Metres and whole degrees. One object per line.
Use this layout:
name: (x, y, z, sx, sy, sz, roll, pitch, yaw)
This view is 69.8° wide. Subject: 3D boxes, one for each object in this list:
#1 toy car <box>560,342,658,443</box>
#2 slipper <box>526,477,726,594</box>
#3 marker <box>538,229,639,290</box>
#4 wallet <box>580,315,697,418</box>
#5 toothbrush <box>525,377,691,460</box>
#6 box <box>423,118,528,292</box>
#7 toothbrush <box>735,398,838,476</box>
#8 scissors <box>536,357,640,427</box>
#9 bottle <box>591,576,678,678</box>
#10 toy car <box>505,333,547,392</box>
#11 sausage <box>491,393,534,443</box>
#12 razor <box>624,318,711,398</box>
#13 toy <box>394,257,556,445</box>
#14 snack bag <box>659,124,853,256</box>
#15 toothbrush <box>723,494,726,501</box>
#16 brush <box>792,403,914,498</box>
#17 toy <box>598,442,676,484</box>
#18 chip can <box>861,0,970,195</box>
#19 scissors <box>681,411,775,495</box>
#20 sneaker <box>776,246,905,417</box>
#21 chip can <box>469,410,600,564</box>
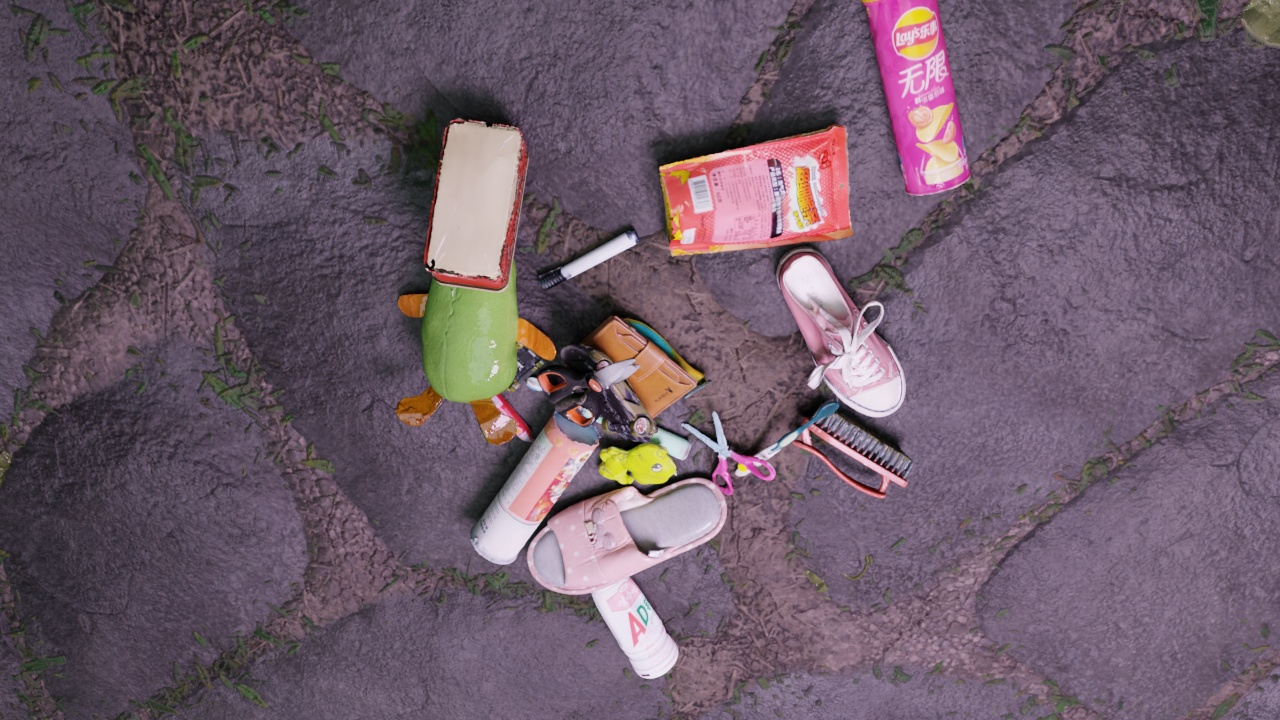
toy car: (-0.036, 0.037, 1.078, 0.070, 0.042, 0.158, 2, 133, 51)
slipper: (-0.021, 0.222, 1.178, 0.274, 0.054, 0.114, -19, 70, 8)
marker: (-0.061, -0.117, 1.065, 0.131, 0.018, 0.022, -27, 102, 14)
wallet: (-0.007, 0.006, 1.098, 0.130, 0.035, 0.119, 38, 136, -14)
toothbrush: (-0.039, 0.070, 1.146, 0.224, 0.026, 0.027, 25, 151, -9)
box: (-0.172, -0.165, 0.972, 0.091, 0.079, 0.168, 8, 83, -1)
toothbrush: (0.177, 0.096, 1.127, 0.016, 0.018, 0.192, 36, 133, -12)
scissors: (-0.065, 0.018, 1.023, 0.136, 0.021, 0.236, 40, 152, 10)
bottle: (-0.020, 0.342, 1.252, 0.068, 0.068, 0.197, -25, 109, 13)
toy car: (-0.145, 0.000, 1.112, 0.091, 0.036, 0.043, -39, 106, 23)
sausage: (-0.182, 0.047, 1.146, 0.020, 0.020, 0.156, -31, 110, 15)
razor: (0.028, -0.009, 1.106, 0.132, 0.028, 0.043, 42, 136, -16)
toy: (-0.195, -0.031, 1.056, 0.227, 0.089, 0.247, 15, 102, 20)
snack bag: (0.128, -0.179, 1.007, 0.208, 0.073, 0.129, -10, 119, 1)
toothbrush: (0.030, 0.211, 1.217, 0.181, 0.018, 0.016, -22, 118, 14)
brush: (0.259, 0.113, 1.134, 0.146, 0.063, 0.069, 31, 99, -10)
toy: (-0.003, 0.132, 1.162, 0.100, 0.031, 0.097, 14, 140, 4)
chip can: (0.286, -0.280, 0.945, 0.071, 0.071, 0.211, -16, 113, 9)
scissors: (0.105, 0.122, 1.161, 0.133, 0.017, 0.126, 33, 134, 4)
sneaker: (0.234, -0.020, 1.059, 0.118, 0.087, 0.241, -30, 111, 15)
chip can: (-0.136, 0.161, 1.169, 0.071, 0.071, 0.215, 31, 112, -12)
